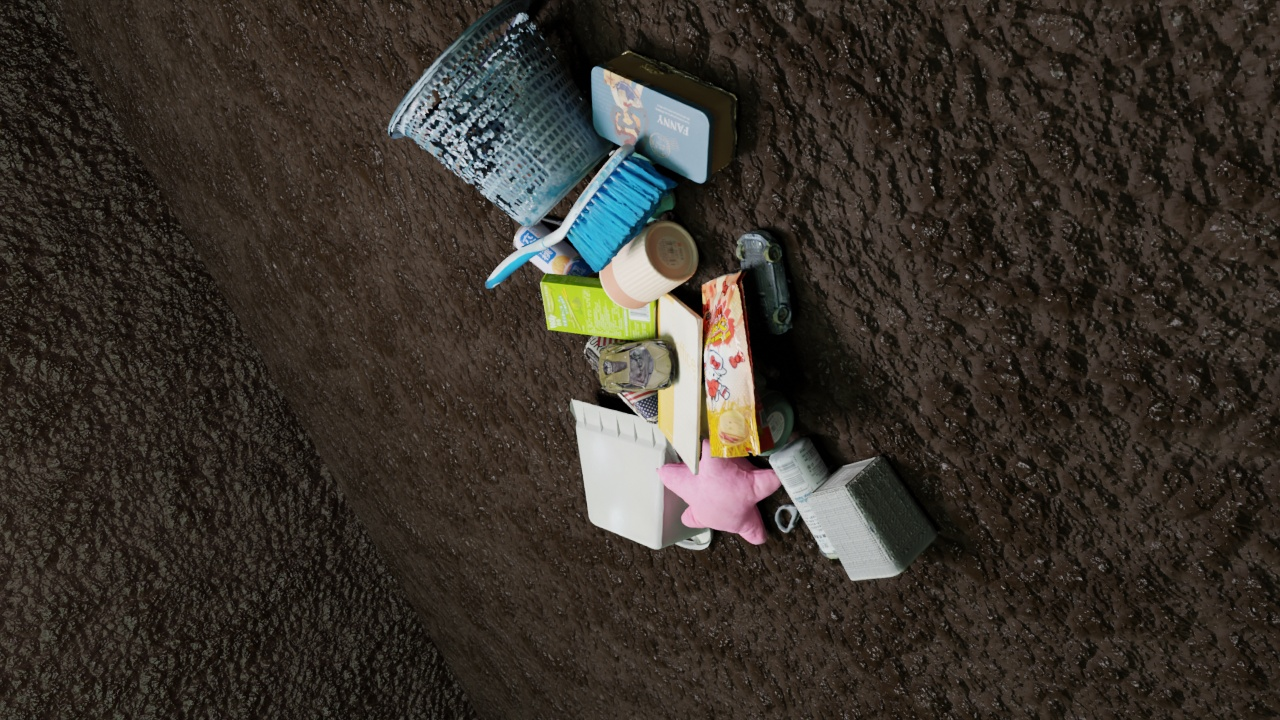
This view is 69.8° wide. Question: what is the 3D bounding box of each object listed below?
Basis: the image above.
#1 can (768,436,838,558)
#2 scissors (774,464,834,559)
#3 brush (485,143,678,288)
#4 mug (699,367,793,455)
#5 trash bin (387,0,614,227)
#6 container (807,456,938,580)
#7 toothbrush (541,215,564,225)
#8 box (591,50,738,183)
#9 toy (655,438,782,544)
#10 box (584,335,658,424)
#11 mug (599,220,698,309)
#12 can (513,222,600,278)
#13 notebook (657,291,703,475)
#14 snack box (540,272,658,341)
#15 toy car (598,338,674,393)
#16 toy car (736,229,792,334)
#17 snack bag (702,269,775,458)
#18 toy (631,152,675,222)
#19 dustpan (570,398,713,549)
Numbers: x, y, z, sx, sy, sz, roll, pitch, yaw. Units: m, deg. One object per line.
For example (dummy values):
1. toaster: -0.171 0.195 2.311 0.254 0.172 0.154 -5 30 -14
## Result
1. can: 0.219 0.169 1.135 0.146 0.058 0.058 59 148 -4
2. scissors: 0.223 0.191 1.205 0.159 0.014 0.178 54 147 1
3. brush: -0.081 -0.143 1.082 0.109 0.060 0.316 44 133 -1
4. mug: 0.130 0.056 1.141 0.106 0.082 0.112 16 114 45
5. trash bin: -0.146 -0.275 1.080 0.195 0.226 0.227 45 149 -11
6. container: 0.267 0.182 1.073 0.114 0.090 0.090 58 147 -1
7. toothbrush: -0.107 -0.192 1.267 0.189 0.014 0.017 22 129 40
8. box: 0.029 -0.261 0.984 0.184 0.060 0.090 33 143 32
9. toy: 0.104 0.173 1.270 0.179 0.074 0.195 16 134 13
10. box: -0.014 0.024 1.305 0.164 0.070 0.055 48 172 15
11. mug: 0.001 -0.129 1.120 0.114 0.081 0.106 52 147 -9
12. can: -0.116 -0.141 1.288 0.134 0.053 0.053 40 145 21
13. notebook: 0.049 0.022 1.168 0.146 0.010 0.206 -131 37 -62
14. snack box: -0.053 -0.071 1.235 0.156 0.026 0.086 7 133 13
15. toy car: -0.007 0.007 1.213 0.158 0.042 0.070 -8 85 55
16. toy car: 0.141 -0.087 1.027 0.054 0.036 0.121 13 122 52
17. snack bag: 0.105 0.007 1.055 0.129 0.073 0.208 161 102 -77
18. toy: 0.010 -0.214 1.082 0.097 0.030 0.092 -24 103 51
19. dustpan: 0.016 0.189 1.439 0.223 0.142 0.258 11 107 46
